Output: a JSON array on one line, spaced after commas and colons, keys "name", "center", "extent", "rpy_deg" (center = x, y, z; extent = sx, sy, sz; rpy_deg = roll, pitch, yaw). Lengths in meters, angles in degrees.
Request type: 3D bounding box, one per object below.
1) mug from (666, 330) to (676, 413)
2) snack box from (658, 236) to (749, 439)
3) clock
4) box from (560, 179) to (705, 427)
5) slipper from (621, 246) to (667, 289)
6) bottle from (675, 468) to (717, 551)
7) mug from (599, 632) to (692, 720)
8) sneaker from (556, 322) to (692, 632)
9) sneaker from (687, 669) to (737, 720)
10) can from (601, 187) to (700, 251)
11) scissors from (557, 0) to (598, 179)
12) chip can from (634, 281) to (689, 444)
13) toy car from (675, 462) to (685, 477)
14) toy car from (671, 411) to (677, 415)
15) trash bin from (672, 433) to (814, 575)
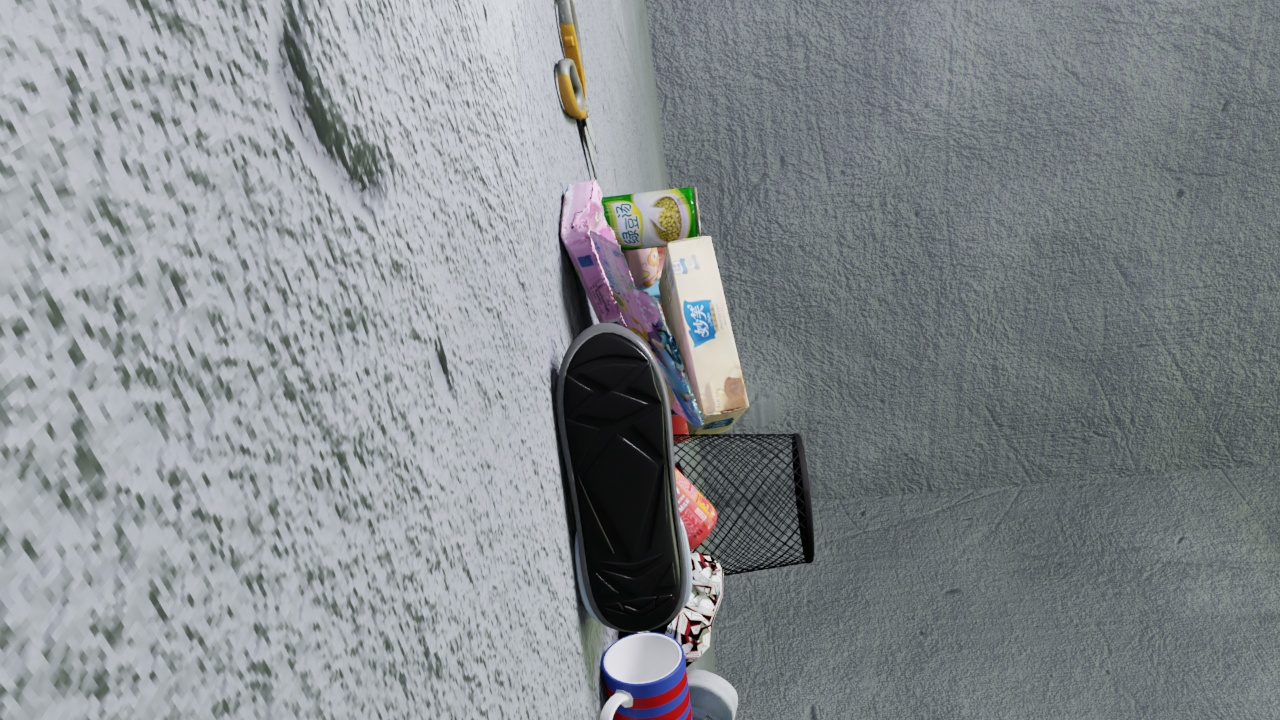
[{"name": "mug", "center": [-0.006, 0.006, 1.047], "extent": [0.111, 0.079, 0.083], "rpy_deg": [42, 34, -38]}, {"name": "snack box", "center": [0.071, -0.022, 1.089], "extent": [0.153, 0.055, 0.207], "rpy_deg": [104, -25, -76]}, {"name": "clock", "center": [0.030, 0.245, 0.907], "extent": [0.155, 0.065, 0.114], "rpy_deg": [-39, -153, 49]}, {"name": "box", "center": [-0.014, -0.043, 0.882], "extent": [0.160, 0.062, 0.231], "rpy_deg": [-118, -176, -47]}, {"name": "slipper", "center": [0.015, -0.154, 1.253], "extent": [0.197, 0.081, 0.093], "rpy_deg": [-106, -169, -65]}, {"name": "bottle", "center": [0.011, 0.125, 0.910], "extent": [0.137, 0.062, 0.062], "rpy_deg": [46, 15, -11]}, {"name": "mug", "center": [-0.002, 0.307, 0.817], "extent": [0.111, 0.075, 0.076], "rpy_deg": [-36, 124, -54]}, {"name": "sneaker", "center": [-0.018, 0.092, 0.795], "extent": [0.160, 0.093, 0.257], "rpy_deg": [-122, -155, -83]}, {"name": "sneaker", "center": [0.053, 0.452, 1.043], "extent": [0.087, 0.089, 0.236], "rpy_deg": [-49, 153, -51]}, {"name": "can", "center": [0.009, -0.165, 1.082], "extent": [0.067, 0.121, 0.067], "rpy_deg": [-4, 89, -84]}, {"name": "scissors", "center": [-0.065, -0.290, 0.985], "extent": [0.225, 0.016, 0.175], "rpy_deg": [60, 25, -78]}, {"name": "chip can", "center": [0.023, 0.005, 1.257], "extent": [0.087, 0.087, 0.213], "rpy_deg": [-83, 165, -66]}, {"name": "toy car", "center": [0.037, 0.186, 1.214], "extent": [0.170, 0.070, 0.061], "rpy_deg": [73, -4, -70]}, {"name": "toy car", "center": [0.041, 0.040, 1.191], "extent": [0.055, 0.153, 0.056], "rpy_deg": [-54, -146, 35]}, {"name": "trash bin", "center": [0.081, 0.163, 1.035], "extent": [0.184, 0.210, 0.184], "rpy_deg": [-4, 88, -84]}]
